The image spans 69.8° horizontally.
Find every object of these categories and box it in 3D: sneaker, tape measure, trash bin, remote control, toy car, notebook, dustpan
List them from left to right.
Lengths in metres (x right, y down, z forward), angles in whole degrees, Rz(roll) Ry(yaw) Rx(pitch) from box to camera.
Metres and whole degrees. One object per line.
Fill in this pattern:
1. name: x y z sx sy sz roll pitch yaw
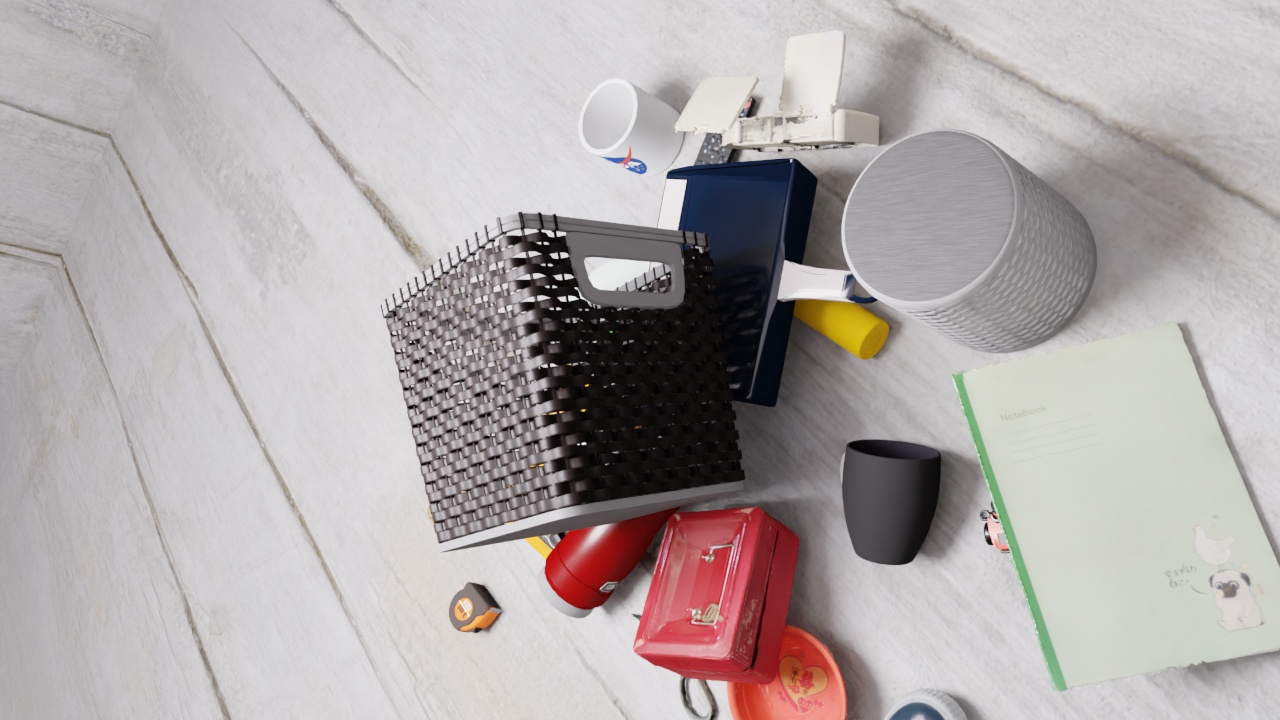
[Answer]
1. tape measure: -0.216 0.326 1.196 0.059 0.038 0.058 -51 54 4
2. remote control: 0.088 -0.232 1.053 0.047 0.022 0.150 28 98 40
3. dustpan: 0.109 -0.078 0.899 0.273 0.080 0.236 10 88 28
4. sneaker: 0.217 0.399 0.782 0.089 0.087 0.235 10 89 41
5. trash bin: 0.272 -0.096 0.765 0.157 0.183 0.156 -9 76 39
6. toy car: 0.335 0.133 0.757 0.100 0.051 0.048 -14 70 38
7. notebook: 0.366 0.106 0.704 0.182 0.010 0.252 -14 71 6

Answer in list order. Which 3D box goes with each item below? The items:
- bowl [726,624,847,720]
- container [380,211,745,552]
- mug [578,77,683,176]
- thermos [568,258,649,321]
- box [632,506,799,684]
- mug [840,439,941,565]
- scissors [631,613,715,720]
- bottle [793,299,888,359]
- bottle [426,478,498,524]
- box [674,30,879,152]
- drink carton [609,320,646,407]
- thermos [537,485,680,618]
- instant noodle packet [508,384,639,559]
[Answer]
1. bowl: 0.149 0.320 0.882 0.131 0.045 0.130 -9 76 39
2. container: -0.069 0.031 0.866 0.246 0.246 0.243 -24 73 45
3. mug: -0.021 -0.283 1.107 0.121 0.090 0.091 30 101 39
4. thermos: 0.016 -0.106 1.060 0.231 0.067 0.067 -23 67 34
5. box: 0.078 0.228 0.897 0.129 0.087 0.157 -16 46 46
6. mug: 0.219 0.127 0.846 0.119 0.084 0.100 -156 68 -70
7. scissors: 0.056 0.306 0.985 0.172 0.012 0.157 -15 71 38
8. bottle: 0.181 -0.054 0.926 0.144 0.043 0.043 39 107 38
9. bottle: -0.235 0.176 1.225 0.105 0.056 0.056 -53 53 20
10. box: 0.136 -0.263 0.894 0.144 0.187 0.105 6 101 35
11. drink carton: -0.006 0.006 1.075 0.044 0.038 0.128 -45 57 25
12. thermos: -0.039 0.187 1.035 0.108 0.083 0.199 44 109 18
13. instant noodle packet: -0.093 0.133 1.128 0.160 0.032 0.221 35 105 36
